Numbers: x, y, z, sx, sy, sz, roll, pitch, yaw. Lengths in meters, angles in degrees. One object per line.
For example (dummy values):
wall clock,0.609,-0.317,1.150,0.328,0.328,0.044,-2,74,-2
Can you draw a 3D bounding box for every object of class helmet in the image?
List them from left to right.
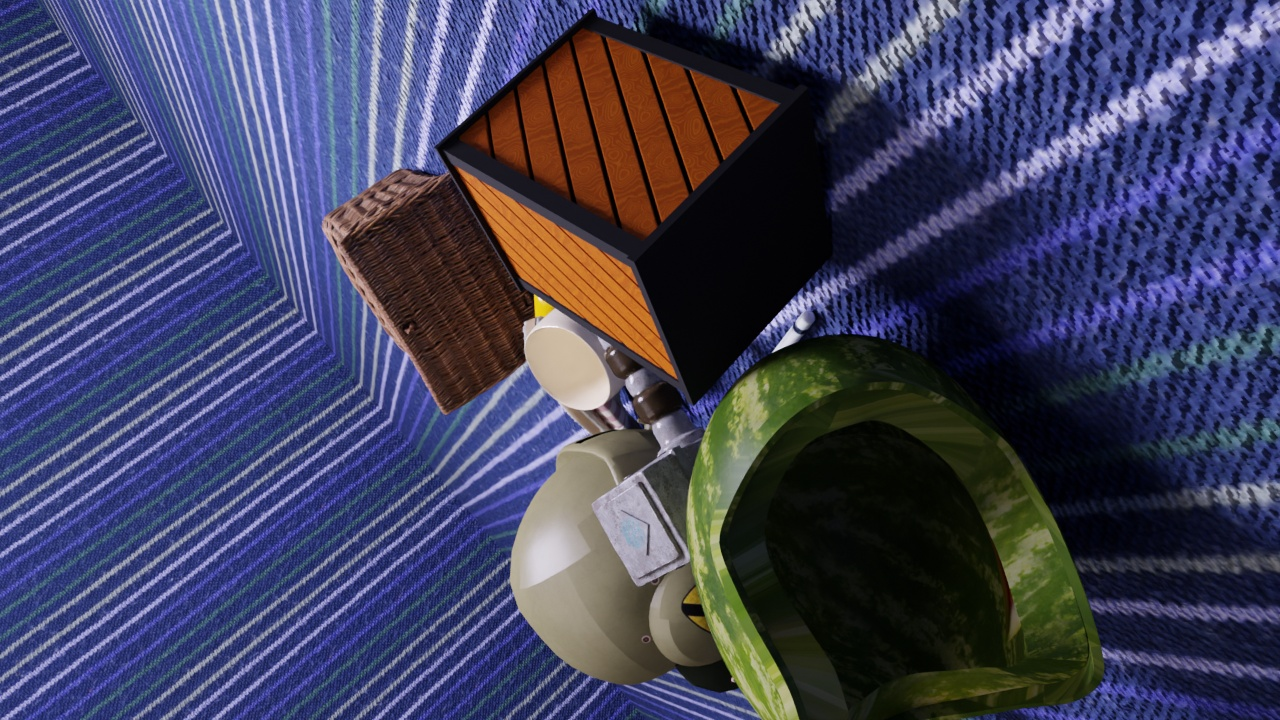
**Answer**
helmet,0.006,0.172,0.858,0.233,0.255,0.251,51,158,-12
helmet,0.137,0.112,0.576,0.243,0.213,0.247,69,-177,-70

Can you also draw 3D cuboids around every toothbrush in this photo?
toothbrush,0.104,0.000,0.743,0.017,0.012,0.187,49,159,11

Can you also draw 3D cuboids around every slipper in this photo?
slipper,-0.038,0.044,0.993,0.263,0.052,0.115,51,-166,-41

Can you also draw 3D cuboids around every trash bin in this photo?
trash bin,0.001,-0.098,0.574,0.172,0.139,0.140,33,162,33

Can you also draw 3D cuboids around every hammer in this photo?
hammer,-0.004,0.005,0.747,0.080,0.176,0.326,-40,78,45

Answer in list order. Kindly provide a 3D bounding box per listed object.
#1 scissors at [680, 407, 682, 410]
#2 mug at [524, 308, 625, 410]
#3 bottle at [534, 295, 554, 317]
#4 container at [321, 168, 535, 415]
scissors,-0.001,0.003,0.947,0.146,0.019,0.133,36,153,34
mug,-0.034,-0.021,0.861,0.120,0.099,0.096,-12,115,43
bottle,-0.093,-0.054,0.994,0.043,0.043,0.144,43,158,16
container,-0.251,-0.098,1.082,0.183,0.162,0.250,30,151,49
